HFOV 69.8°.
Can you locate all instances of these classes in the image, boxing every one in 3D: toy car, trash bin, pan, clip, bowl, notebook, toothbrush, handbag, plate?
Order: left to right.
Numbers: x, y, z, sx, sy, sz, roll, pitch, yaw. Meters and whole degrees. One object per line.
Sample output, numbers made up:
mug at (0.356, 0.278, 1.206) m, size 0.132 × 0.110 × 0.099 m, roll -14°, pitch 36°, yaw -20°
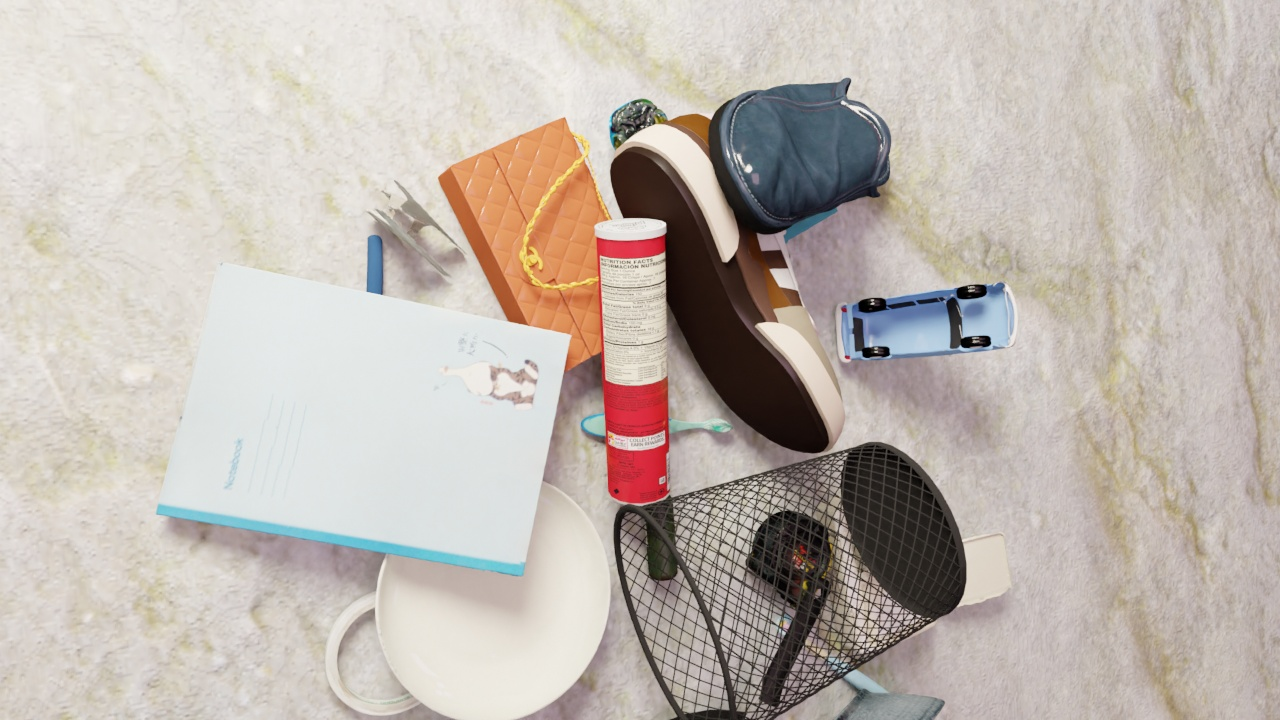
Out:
toothbrush at (-0.197, -0.009, 0.676) m, size 0.014 × 0.014 × 0.167 m, roll 2°, pitch 90°, yaw -33°
notebook at (-0.189, 0.044, 0.650) m, size 0.253 × 0.009 × 0.181 m, roll 11°, pitch 84°, yaw -9°
clip at (-0.165, -0.108, 0.665) m, size 0.052 × 0.102 × 0.059 m, roll -41°, pitch 65°, yaw -3°
plate at (-0.111, 0.177, 0.697) m, size 0.182 × 0.034 × 0.182 m, roll 4°, pitch 81°, yaw -26°
handbag at (-0.063, -0.088, 0.706) m, size 0.108 × 0.060 × 0.172 m, roll -30°, pitch 103°, yaw -22°
toy car at (0.009, -0.159, 0.744) m, size 0.048 × 0.032 × 0.105 m, roll -35°, pitch 110°, yaw -18°
toothbrush at (0.015, 0.054, 0.763) m, size 0.135 × 0.017 × 0.022 m, roll 2°, pitch 94°, yaw -22°
pan at (0.080, 0.346, 0.770) m, size 0.225 × 0.034 × 0.356 m, roll 27°, pitch 90°, yaw -20°
clip at (0.119, -0.097, 0.795) m, size 0.130 × 0.030 × 0.120 m, roll -21°, pitch 95°, yaw -19°
trash bin at (0.113, 0.162, 0.690) m, size 0.209 × 0.184 × 0.184 m, roll -18°, pitch 98°, yaw -20°
toothbrush at (0.182, 0.278, 0.840) m, size 0.155 × 0.016 × 0.022 m, roll 38°, pitch 37°, yaw -19°
bowl at (0.203, 0.332, 0.817) m, size 0.137 × 0.137 × 0.057 m, roll -40°, pitch 66°, yaw -16°
toy car at (0.248, -0.031, 0.796) m, size 0.054 × 0.154 × 0.056 m, roll 7°, pitch 78°, yaw -59°

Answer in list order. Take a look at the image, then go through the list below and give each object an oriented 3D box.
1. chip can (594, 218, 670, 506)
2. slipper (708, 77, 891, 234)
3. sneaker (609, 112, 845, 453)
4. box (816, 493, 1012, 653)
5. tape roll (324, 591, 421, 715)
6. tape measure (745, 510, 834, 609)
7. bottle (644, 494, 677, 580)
chip can at (-0.004, 0.004, 0.694) m, size 0.051 × 0.052 × 0.215 m, roll -10°, pitch 111°, yaw -21°
slipper at (0.152, -0.172, 0.715) m, size 0.264 × 0.084 × 0.109 m, roll -22°, pitch 93°, yaw -48°
sneaker at (0.092, -0.065, 0.732) m, size 0.116 × 0.112 × 0.294 m, roll -41°, pitch 106°, yaw -28°
box at (0.259, 0.178, 0.851) m, size 0.184 × 0.044 × 0.143 m, roll -15°, pitch 98°, yaw -21°
tape roll at (-0.188, 0.219, 0.689) m, size 0.093 × 0.013 × 0.093 m, roll -1°, pitch 92°, yaw -21°
tape measure at (0.132, 0.169, 0.802) m, size 0.071 × 0.042 × 0.072 m, roll 41°, pitch 82°, yaw -10°
bottle at (0.015, 0.129, 0.762) m, size 0.025 × 0.025 × 0.106 m, roll -6°, pitch 94°, yaw -22°
